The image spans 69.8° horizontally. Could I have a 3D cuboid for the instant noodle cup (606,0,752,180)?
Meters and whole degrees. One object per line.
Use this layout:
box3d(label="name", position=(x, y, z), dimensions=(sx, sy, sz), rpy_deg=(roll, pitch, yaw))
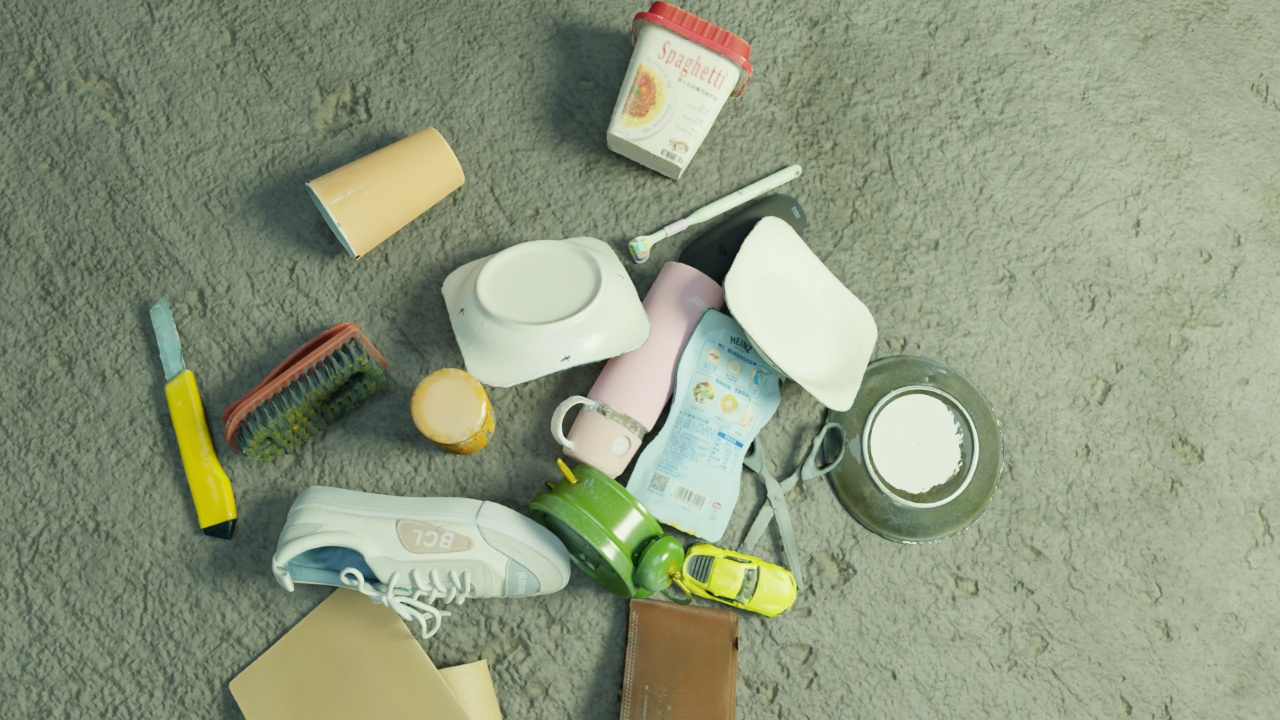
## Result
box3d(label="instant noodle cup", position=(0.028, -0.243, 0.848), dimensions=(0.116, 0.116, 0.124), rpy_deg=(26, 92, -2))

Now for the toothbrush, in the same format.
box3d(label="toothbrush", position=(0.074, -0.144, 0.879), dimensions=(0.189, 0.029, 0.020), rpy_deg=(-28, 44, -11))

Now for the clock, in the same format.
box3d(label="clock", position=(-0.022, 0.153, 0.774), dimensions=(0.161, 0.116, 0.056), rpy_deg=(42, 69, 4))

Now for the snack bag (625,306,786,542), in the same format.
box3d(label="snack bag", position=(0.063, 0.058, 0.814), dimensions=(0.110, 0.039, 0.191), rpy_deg=(25, 84, -16))

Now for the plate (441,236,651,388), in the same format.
box3d(label="plate", position=(-0.085, -0.057, 0.795), dimensions=(0.163, 0.034, 0.164), rpy_deg=(-16, 48, -13))

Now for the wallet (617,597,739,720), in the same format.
box3d(label="wallet", position=(0.033, 0.271, 0.791), dimensions=(0.101, 0.032, 0.124), rpy_deg=(6, 64, -1))

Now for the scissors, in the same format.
box3d(label="scissors", position=(0.128, 0.121, 0.841), dimensions=(0.159, 0.014, 0.181), rpy_deg=(-27, 83, 1))

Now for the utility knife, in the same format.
box3d(label="utility knife", position=(-0.390, 0.050, 0.798), dimensions=(0.033, 0.015, 0.223), rpy_deg=(-16, 85, -8))

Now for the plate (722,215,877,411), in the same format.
box3d(label="plate", position=(0.139, -0.039, 0.830), dimensions=(0.164, 0.034, 0.163), rpy_deg=(45, 44, -10))

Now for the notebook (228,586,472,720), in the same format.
box3d(label="notebook", position=(-0.228, 0.285, 0.731), dimensions=(0.147, 0.008, 0.207), rpy_deg=(-42, 57, -11))

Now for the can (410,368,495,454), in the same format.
box3d(label="can", position=(-0.152, 0.045, 0.758), dimensions=(0.058, 0.146, 0.058), rpy_deg=(1, 81, -6))

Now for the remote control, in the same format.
box3d(label="remote control", position=(0.100, -0.116, 0.873), dimensions=(0.136, 0.024, 0.053), rpy_deg=(-31, 87, -10))

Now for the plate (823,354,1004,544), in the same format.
box3d(label="plate", position=(0.260, 0.081, 0.860), dimensions=(0.179, 0.024, 0.179), rpy_deg=(1, 81, -6))

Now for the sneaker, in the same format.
box3d(label="sneaker", position=(-0.180, 0.168, 0.751), dimensions=(0.242, 0.090, 0.090), rpy_deg=(9, 40, 0))

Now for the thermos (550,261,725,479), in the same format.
box3d(label="thermos", position=(-0.005, 0.005, 0.817), dimensions=(0.087, 0.067, 0.198), rpy_deg=(38, 77, -30))

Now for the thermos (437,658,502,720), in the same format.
box3d(label="thermos", position=(-0.144, 0.323, 0.749), dimensions=(0.093, 0.093, 0.143), rpy_deg=(-10, 75, -8))

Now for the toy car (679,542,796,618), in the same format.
box3d(label="toy car", position=(0.087, 0.195, 0.814), dimensions=(0.105, 0.032, 0.048), rpy_deg=(16, 83, 3))

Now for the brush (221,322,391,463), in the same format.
box3d(label="brush", position=(-0.294, 0.027, 0.794), dimensions=(0.145, 0.063, 0.069), rpy_deg=(-37, 56, -9))

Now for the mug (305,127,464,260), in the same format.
box3d(label="mug", position=(-0.224, -0.154, 0.822), dimensions=(0.122, 0.078, 0.078), rpy_deg=(-34, 86, -15))
